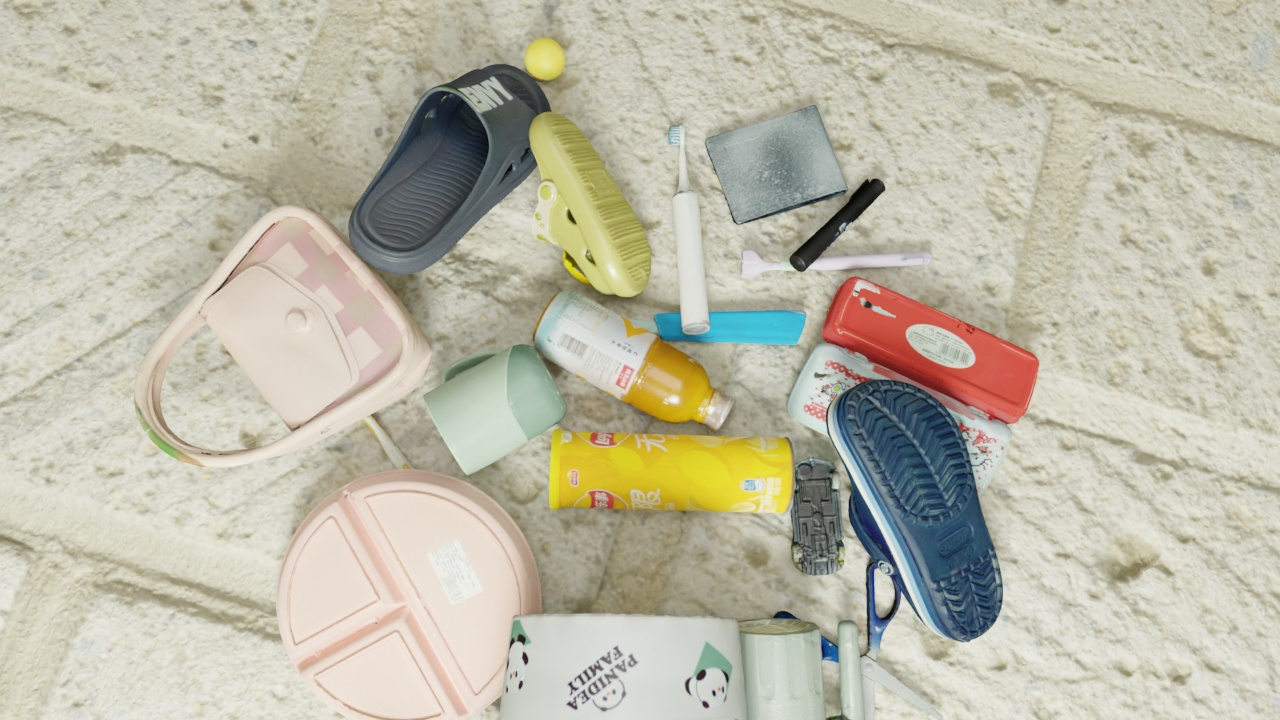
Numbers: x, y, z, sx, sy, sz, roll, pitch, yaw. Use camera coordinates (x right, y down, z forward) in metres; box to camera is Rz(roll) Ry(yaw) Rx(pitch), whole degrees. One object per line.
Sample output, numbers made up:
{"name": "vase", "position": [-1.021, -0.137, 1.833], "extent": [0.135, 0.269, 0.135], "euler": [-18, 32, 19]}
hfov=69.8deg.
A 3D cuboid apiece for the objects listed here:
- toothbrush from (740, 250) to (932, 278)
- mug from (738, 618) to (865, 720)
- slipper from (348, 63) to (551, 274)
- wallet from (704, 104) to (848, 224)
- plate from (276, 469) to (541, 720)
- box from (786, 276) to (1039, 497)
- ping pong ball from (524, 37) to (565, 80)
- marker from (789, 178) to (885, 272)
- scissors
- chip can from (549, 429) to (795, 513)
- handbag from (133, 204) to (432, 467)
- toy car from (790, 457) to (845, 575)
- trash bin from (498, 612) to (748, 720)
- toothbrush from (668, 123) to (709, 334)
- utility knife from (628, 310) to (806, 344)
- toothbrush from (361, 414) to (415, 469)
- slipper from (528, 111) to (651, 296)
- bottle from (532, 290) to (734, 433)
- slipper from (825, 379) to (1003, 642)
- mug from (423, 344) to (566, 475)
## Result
{"name": "toothbrush", "position": [0.191, -0.095, 0.891], "extent": [0.189, 0.021, 0.029], "euler": [-2, 117, -4]}
{"name": "mug", "position": [0.133, 0.276, 0.780], "extent": [0.123, 0.084, 0.103], "euler": [0, 84, -18]}
{"name": "slipper", "position": [-0.162, -0.192, 0.834], "extent": [0.110, 0.083, 0.267], "euler": [31, 59, 0]}
{"name": "wallet", "position": [0.134, -0.194, 0.909], "extent": [0.121, 0.019, 0.097], "euler": [-17, 78, -4]}
{"name": "plate", "position": [-0.200, 0.208, 0.785], "extent": [0.229, 0.028, 0.229], "euler": [0, 91, -1]}
{"name": "box", "position": [0.254, 0.023, 0.853], "extent": [0.201, 0.060, 0.161], "euler": [25, 82, 4]}
{"name": "ping pong ball", "position": [-0.095, -0.298, 0.908], "extent": [0.040, 0.040, 0.040], "euler": [0, 78, -2]}
{"name": "marker", "position": [0.190, -0.133, 0.885], "extent": [0.022, 0.020, 0.131], "euler": [37, 67, 24]}
{"name": "scissors", "position": [0.198, 0.261, 0.821], "extent": [0.176, 0.012, 0.162], "euler": [24, 78, 4]}
{"name": "chip can", "position": [0.026, 0.100, 0.818], "extent": [0.213, 0.072, 0.072], "euler": [2, 78, -3]}
{"name": "handbag", "position": [-0.324, -0.005, 0.804], "extent": [0.233, 0.093, 0.193], "euler": [-39, 81, -15]}
{"name": "toy car", "position": [0.158, 0.141, 0.834], "extent": [0.049, 0.031, 0.105], "euler": [-2, 80, -3]}
{"name": "trash bin", "position": [-0.012, 0.326, 0.701], "extent": [0.229, 0.230, 0.251], "euler": [2, 73, -2]}
{"name": "toothbrush", "position": [0.045, -0.132, 0.882], "extent": [0.026, 0.027, 0.220], "euler": [-5, 72, 5]}
{"name": "utility knife", "position": [0.062, -0.032, 0.873], "extent": [0.191, 0.018, 0.034], "euler": [1, 72, 0]}
{"name": "toothbrush", "position": [-0.258, 0.052, 0.845], "extent": [0.018, 0.016, 0.191], "euler": [-41, 82, 2]}
{"name": "slipper", "position": [-0.059, -0.139, 0.866], "extent": [0.082, 0.091, 0.190], "euler": [-28, 88, 30]}
{"name": "bottle", "position": [-0.005, 0.005, 0.837], "extent": [0.189, 0.068, 0.068], "euler": [29, 79, 3]}
{"name": "slipper", "position": [0.239, 0.129, 0.815], "extent": [0.105, 0.095, 0.253], "euler": [-31, 98, -26]}
{"name": "mug", "position": [-0.133, 0.032, 0.827], "extent": [0.106, 0.082, 0.111], "euler": [-31, 50, -8]}
